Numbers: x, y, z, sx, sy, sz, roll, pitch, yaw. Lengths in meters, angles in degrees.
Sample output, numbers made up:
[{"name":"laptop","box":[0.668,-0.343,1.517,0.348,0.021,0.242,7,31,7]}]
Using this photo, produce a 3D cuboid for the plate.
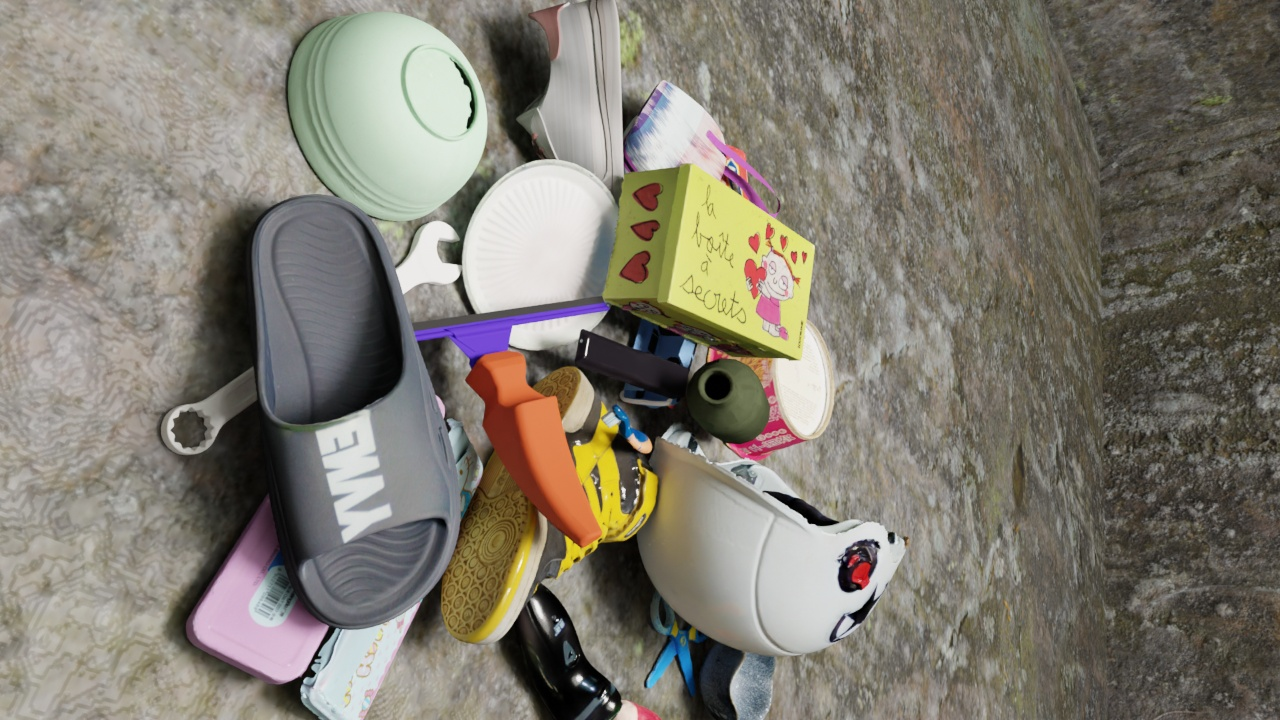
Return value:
[{"name":"plate","box":[-0.078,-0.086,0.757,0.156,0.014,0.157,-12,111,-34]}]

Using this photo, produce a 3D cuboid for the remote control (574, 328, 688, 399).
[{"name":"remote control","box":[-0.005,0.005,0.787,0.136,0.015,0.032,21,75,-49]}]

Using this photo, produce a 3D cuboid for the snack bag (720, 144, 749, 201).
[{"name":"snack bag","box":[0.081,-0.143,0.977,0.082,0.082,0.176,6,79,-52]}]

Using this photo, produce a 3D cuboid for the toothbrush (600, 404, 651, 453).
[{"name":"toothbrush","box":[-0.009,0.055,0.705,0.021,0.017,0.135,59,1,19]}]

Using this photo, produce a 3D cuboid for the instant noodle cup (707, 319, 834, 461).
[{"name":"instant noodle cup","box":[0.156,0.023,1.037,0.178,0.078,0.178,14,72,-51]}]

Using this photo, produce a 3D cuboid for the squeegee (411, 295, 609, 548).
[{"name":"squeegee","box":[-0.080,0.048,0.646,0.248,0.055,0.184,-12,62,-44]}]

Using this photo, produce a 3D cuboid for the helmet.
[{"name":"helmet","box":[0.095,0.174,0.825,0.263,0.237,0.163,30,86,-53]}]

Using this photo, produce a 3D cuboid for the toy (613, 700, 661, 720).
[{"name":"toy","box":[-0.015,0.359,0.762,0.105,0.067,0.137,50,55,-44]}]

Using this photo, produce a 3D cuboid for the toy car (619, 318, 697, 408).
[{"name":"toy car","box":[0.027,-0.022,0.890,0.055,0.056,0.153,51,50,-54]}]

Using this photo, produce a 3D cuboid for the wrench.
[{"name":"wrench","box":[-0.207,-0.023,0.622,0.272,0.009,0.047,-48,121,-46]}]

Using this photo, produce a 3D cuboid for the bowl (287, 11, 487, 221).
[{"name":"bowl","box":[-0.164,-0.181,0.655,0.150,0.077,0.150,12,74,-51]}]

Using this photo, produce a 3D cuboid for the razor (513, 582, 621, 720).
[{"name":"razor","box":[-0.059,0.237,0.722,0.052,0.064,0.140,-46,122,-48]}]

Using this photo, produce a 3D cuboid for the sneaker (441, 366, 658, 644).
[{"name":"sneaker","box":[-0.064,0.129,0.715,0.122,0.086,0.237,47,45,-32]}]

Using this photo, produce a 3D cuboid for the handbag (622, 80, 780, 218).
[{"name":"handbag","box":[0.063,-0.187,0.904,0.170,0.068,0.144,34,52,-10]}]

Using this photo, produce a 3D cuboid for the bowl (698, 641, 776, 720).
[{"name":"bowl","box":[0.092,0.314,0.907,0.110,0.055,0.110,-8,99,-60]}]

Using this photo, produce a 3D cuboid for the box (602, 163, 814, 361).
[{"name":"box","box":[0.069,-0.080,0.825,0.220,0.082,0.124,24,73,-52]}]

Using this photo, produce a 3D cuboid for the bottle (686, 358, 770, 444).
[{"name":"bottle","box":[0.083,0.037,0.869,0.207,0.071,0.071,40,47,-76]}]

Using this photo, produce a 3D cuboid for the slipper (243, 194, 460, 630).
[{"name":"slipper","box":[-0.169,0.020,0.539,0.110,0.083,0.268,-10,81,-21]}]

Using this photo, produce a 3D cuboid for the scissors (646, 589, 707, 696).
[{"name":"scissors","box":[0.038,0.267,0.886,0.125,0.014,0.130,-45,119,-46]}]

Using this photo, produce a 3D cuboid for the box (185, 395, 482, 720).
[{"name":"box","box":[-0.180,0.117,0.604,0.149,0.051,0.213,53,45,-37]}]

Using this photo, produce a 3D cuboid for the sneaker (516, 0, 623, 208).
[{"name":"sneaker","box":[-0.060,-0.194,0.803,0.099,0.089,0.236,-93,-178,-68]}]
